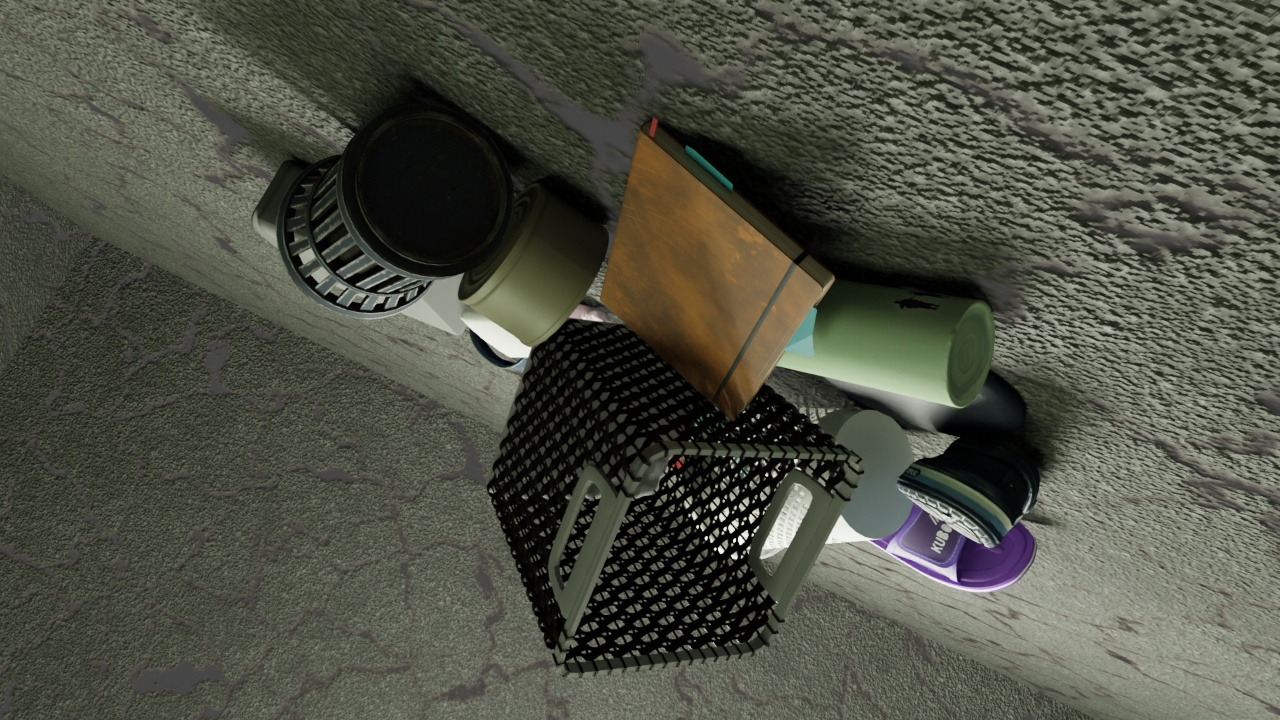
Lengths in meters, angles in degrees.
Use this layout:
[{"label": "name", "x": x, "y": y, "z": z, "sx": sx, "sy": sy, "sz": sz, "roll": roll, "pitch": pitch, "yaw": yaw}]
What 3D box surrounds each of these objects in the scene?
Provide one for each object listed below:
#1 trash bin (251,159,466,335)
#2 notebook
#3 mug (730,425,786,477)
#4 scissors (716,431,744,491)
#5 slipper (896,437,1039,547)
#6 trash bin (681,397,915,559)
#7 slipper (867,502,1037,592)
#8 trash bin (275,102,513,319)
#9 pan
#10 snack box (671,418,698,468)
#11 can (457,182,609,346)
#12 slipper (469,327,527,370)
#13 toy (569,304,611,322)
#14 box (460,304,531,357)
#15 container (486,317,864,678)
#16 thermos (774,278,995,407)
[{"label": "trash bin", "x": -0.324, "y": -0.133, "z": 1.128, "sx": 0.220, "sy": 0.097, "sz": 0.192, "roll": 21, "pitch": 166, "yaw": 14}, {"label": "notebook", "x": 0.050, "y": -0.052, "z": 0.683, "sx": 0.178, "sy": 0.014, "sz": 0.250, "roll": 43, "pitch": 156, "yaw": 11}, {"label": "mug", "x": 0.180, "y": 0.115, "z": 1.205, "sx": 0.105, "sy": 0.073, "sz": 0.090, "roll": 3, "pitch": 174, "yaw": -19}, {"label": "scissors", "x": 0.119, "y": 0.104, "z": 1.178, "sx": 0.019, "sy": 0.124, "sz": 0.157, "roll": -15, "pitch": 166, "yaw": -17}, {"label": "slipper", "x": 0.325, "y": 0.114, "z": 0.882, "sx": 0.105, "sy": 0.095, "sz": 0.252, "roll": 36, "pitch": -170, "yaw": 26}, {"label": "trash bin", "x": 0.184, "y": 0.128, "z": 1.023, "sx": 0.195, "sy": 0.195, "sz": 0.200, "roll": 33, "pitch": 156, "yaw": -27}, {"label": "slipper", "x": 0.343, "y": 0.199, "z": 1.143, "sx": 0.267, "sy": 0.107, "sz": 0.084, "roll": 20, "pitch": 166, "yaw": 44}, {"label": "trash bin", "x": -0.218, "y": -0.129, "z": 0.814, "sx": 0.164, "sy": 0.164, "sz": 0.228, "roll": 32, "pitch": 162, "yaw": -25}, {"label": "pan", "x": 0.171, "y": -0.012, "z": 0.825, "sx": 0.356, "sy": 0.021, "sz": 0.199, "roll": 27, "pitch": 167, "yaw": 0}, {"label": "snack box", "x": 0.046, "y": 0.095, "z": 1.240, "sx": 0.113, "sy": 0.060, "sz": 0.236, "roll": 26, "pitch": -175, "yaw": 11}, {"label": "can", "x": -0.096, "y": -0.085, "z": 0.810, "sx": 0.073, "sy": 0.127, "sz": 0.128, "roll": 34, "pitch": 165, "yaw": -23}, {"label": "slipper", "x": -0.172, "y": -0.041, "z": 1.152, "sx": 0.101, "sy": 0.082, "sz": 0.264, "roll": 39, "pitch": 159, "yaw": 4}, {"label": "toy", "x": -0.075, "y": -0.041, "z": 1.119, "sx": 0.063, "sy": 0.047, "sz": 0.110, "roll": 45, "pitch": 165, "yaw": -24}, {"label": "box", "x": -0.102, "y": -0.073, "z": 0.943, "sx": 0.137, "sy": 0.108, "sz": 0.128, "roll": 0, "pitch": 152, "yaw": 32}, {"label": "container", "x": 0.013, "y": 0.119, "z": 0.895, "sx": 0.245, "sy": 0.248, "sz": 0.243, "roll": 6, "pitch": -152, "yaw": -33}, {"label": "thermos", "x": 0.142, "y": -0.022, "z": 0.701, "sx": 0.232, "sy": 0.082, "sz": 0.082, "roll": 14, "pitch": 162, "yaw": 41}]
